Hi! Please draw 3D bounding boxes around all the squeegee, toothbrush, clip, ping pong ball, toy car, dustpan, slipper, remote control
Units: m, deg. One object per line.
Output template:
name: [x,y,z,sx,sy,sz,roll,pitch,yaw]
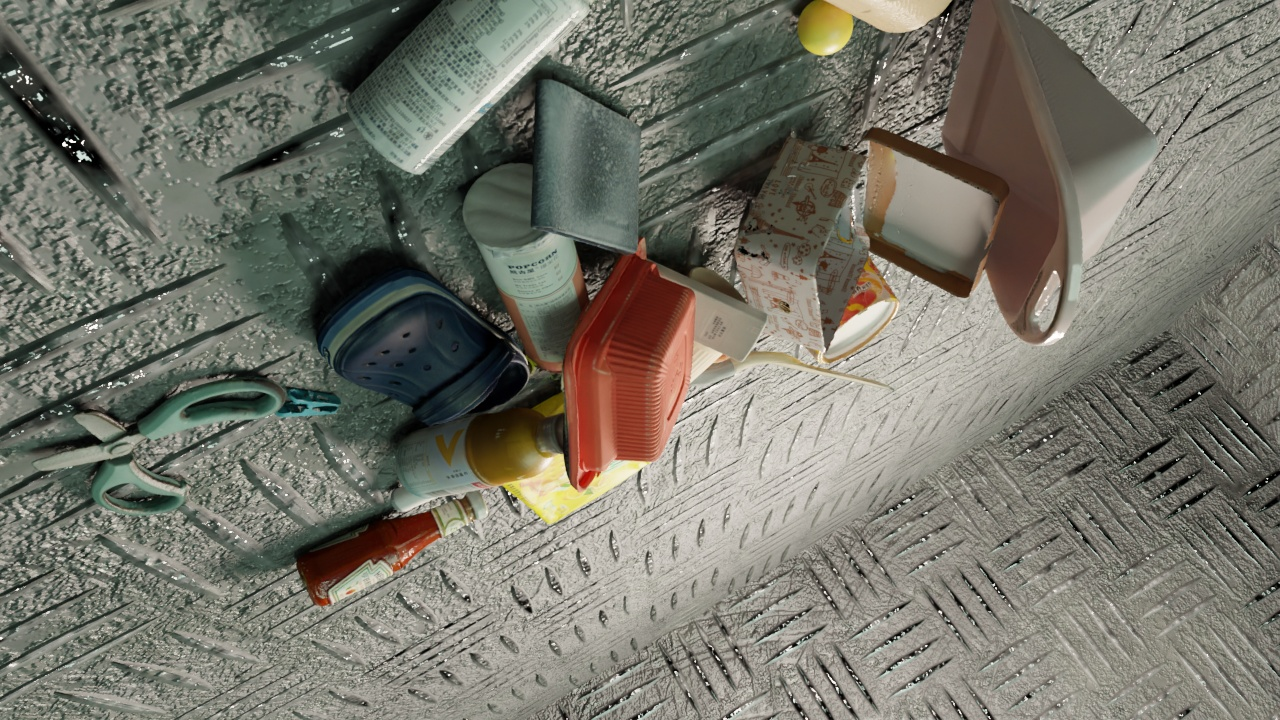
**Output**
squeegee: [0.106,0.012,1.031,0.246,0.039,0.247,-7,-168,-29]
toothbrush: [-0.164,0.105,0.913,0.222,0.026,0.026,-25,-166,27]
clip: [-0.268,0.035,0.744,0.050,0.015,0.056,-47,151,24]
ping pong ball: [0.136,-0.246,0.677,0.040,0.040,0.040,-27,156,-14]
toy car: [-0.076,-0.010,0.877,0.105,0.032,0.048,-32,159,26]
dustpan: [0.312,-0.156,0.791,0.138,0.273,0.223,-34,152,-8]
slipper: [-0.159,0.009,0.736,0.105,0.095,0.252,-38,160,5]
remote control: [0.048,-0.048,0.858,0.019,0.135,0.056,-69,-177,-49]

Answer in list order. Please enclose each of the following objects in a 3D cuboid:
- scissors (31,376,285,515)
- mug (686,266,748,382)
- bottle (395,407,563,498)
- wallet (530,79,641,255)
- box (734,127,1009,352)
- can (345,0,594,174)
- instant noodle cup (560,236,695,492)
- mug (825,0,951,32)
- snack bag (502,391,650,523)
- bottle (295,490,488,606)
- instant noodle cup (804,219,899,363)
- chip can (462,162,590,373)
scissors: [-0.357,0.071,0.695,0.169,0.019,0.179,-18,153,-34]
mug: [0.060,-0.027,0.943,0.114,0.081,0.106,14,132,-42]
bottle: [-0.141,0.083,0.842,0.190,0.068,0.068,-14,168,32]
wallet: [-0.035,-0.129,0.633,0.019,0.097,0.120,2,178,32]
box: [0.213,-0.093,0.838,0.156,0.193,0.183,-62,157,-15]
can: [-0.094,-0.172,0.509,0.147,0.058,0.058,-40,156,14]
instant noodle cup: [-0.005,0.005,0.779,0.188,0.079,0.165,-65,161,-46]
mug: [0.158,-0.287,0.595,0.103,0.084,0.125,-4,119,-47]
snack bag: [-0.079,0.098,1.034,0.158,0.068,0.247,-31,156,-3]
bottle: [-0.266,0.198,1.001,0.205,0.059,0.060,-23,154,-22]
instant noodle cup: [0.213,-0.071,1.024,0.138,0.109,0.138,-28,155,-14]
chip can: [-0.078,-0.062,0.723,0.071,0.071,0.215,-30,156,-8]
